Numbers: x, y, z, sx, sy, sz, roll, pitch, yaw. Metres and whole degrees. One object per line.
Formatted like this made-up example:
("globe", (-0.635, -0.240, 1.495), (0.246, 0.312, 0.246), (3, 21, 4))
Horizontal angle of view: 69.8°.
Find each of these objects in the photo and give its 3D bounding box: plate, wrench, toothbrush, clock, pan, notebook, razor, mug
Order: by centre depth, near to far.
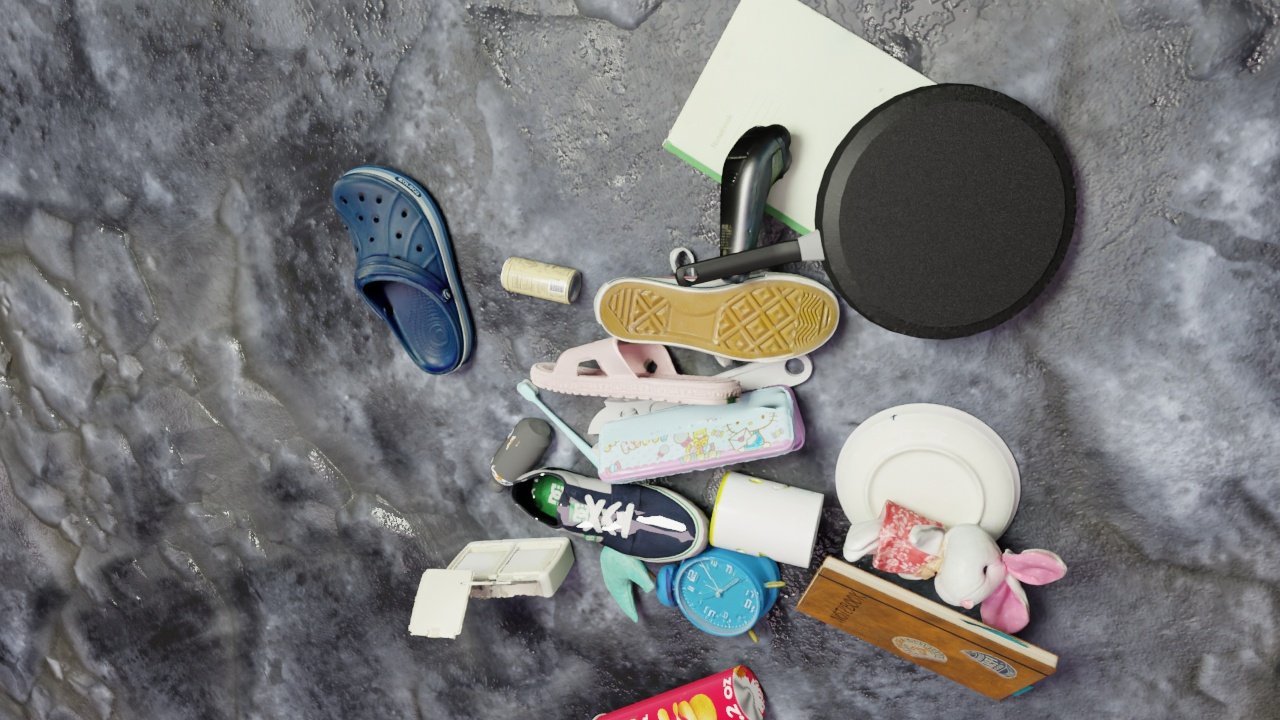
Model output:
("pan", (0.205, -0.112, 0.813), (0.356, 0.034, 0.225), (-13, 103, 4))
("razor", (0.105, -0.145, 0.856), (0.054, 0.067, 0.151), (14, 97, 57))
("notebook", (0.167, -0.214, 0.863), (0.252, 0.010, 0.182), (34, 118, 6))
("plate", (0.289, 0.134, 0.935), (0.182, 0.034, 0.182), (7, 112, 18))
("notebook", (0.294, 0.280, 0.944), (0.249, 0.014, 0.179), (22, 152, 11))
("mug", (0.135, 0.169, 0.979), (0.106, 0.082, 0.083), (11, 113, 15))
("wrench", (0.062, 0.053, 1.000), (0.274, 0.018, 0.087), (-19, 102, 24))
("clock", (0.079, 0.247, 1.041), (0.161, 0.060, 0.117), (23, 116, 14))
("toothbrush", (-0.075, 0.089, 1.065), (0.180, 0.016, 0.016), (46, 116, -2))

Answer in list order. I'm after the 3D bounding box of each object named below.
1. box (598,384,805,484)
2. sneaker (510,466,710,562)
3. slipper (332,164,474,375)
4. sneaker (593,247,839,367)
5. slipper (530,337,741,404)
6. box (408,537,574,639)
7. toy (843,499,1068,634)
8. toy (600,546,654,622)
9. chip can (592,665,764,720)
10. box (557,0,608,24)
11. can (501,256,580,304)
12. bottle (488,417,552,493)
("box", (0.061, 0.078, 0.964), (0.214, 0.096, 0.077), (-13, 86, 19))
("sneaker", (-0.040, 0.171, 1.018), (0.236, 0.079, 0.084), (11, 92, 27))
("slipper", (-0.264, -0.096, 1.024), (0.105, 0.095, 0.253), (-15, 107, 27))
("sneaker", (0.073, -0.050, 0.920), (0.241, 0.088, 0.118), (4, 99, -4))
("slipper", (-0.006, 0.006, 0.956), (0.240, 0.094, 0.064), (6, 95, 32))
("box", (-0.173, 0.247, 1.060), (0.144, 0.191, 0.069), (-7, 106, 15))
("toy", (0.298, 0.195, 0.889), (0.194, 0.084, 0.159), (18, 144, 13))
("toy", (-0.017, 0.255, 1.080), (0.085, 0.033, 0.105), (52, 149, 28))
("chip can", (0.042, 0.439, 1.122), (0.221, 0.069, 0.069), (-30, 97, 27))
("box", (0.027, -0.369, 0.658), (0.153, 0.324, 0.214), (26, 119, -26))
("can", (-0.108, -0.087, 0.997), (0.079, 0.038, 0.038), (13, 113, 15))
("bottle", (-0.146, 0.115, 1.082), (0.047, 0.046, 0.113), (39, 118, 3))
